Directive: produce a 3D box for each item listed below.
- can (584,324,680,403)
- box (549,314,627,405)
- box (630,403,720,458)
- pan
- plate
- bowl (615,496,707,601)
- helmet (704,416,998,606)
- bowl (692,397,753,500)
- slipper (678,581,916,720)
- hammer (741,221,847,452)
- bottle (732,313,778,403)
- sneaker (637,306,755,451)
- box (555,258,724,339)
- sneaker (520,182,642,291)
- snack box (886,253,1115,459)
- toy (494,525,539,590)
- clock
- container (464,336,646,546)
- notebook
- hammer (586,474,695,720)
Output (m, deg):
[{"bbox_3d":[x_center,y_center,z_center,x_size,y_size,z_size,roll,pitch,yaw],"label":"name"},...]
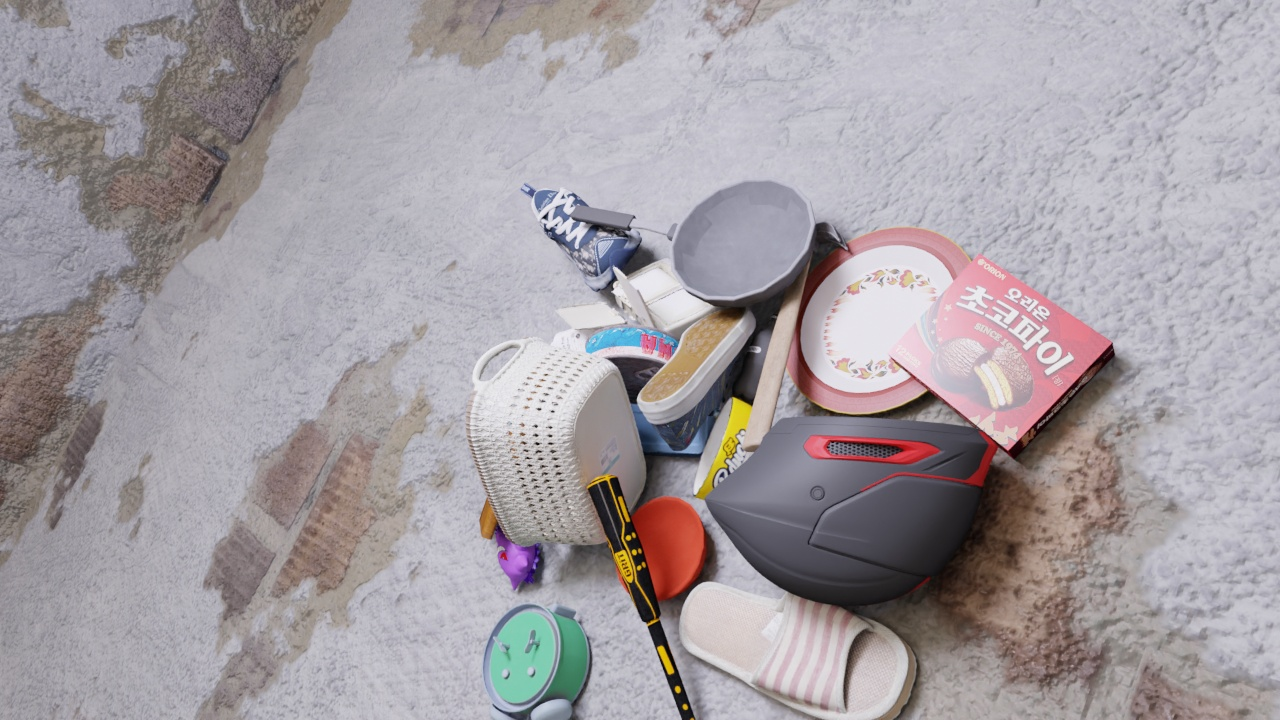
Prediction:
[{"bbox_3d":[-0.007,0.007,1.136,0.130,0.130,0.044,-15,56,34],"label":"can"},{"bbox_3d":[-0.078,0.003,1.248,0.163,0.112,0.084,-16,58,17],"label":"box"},{"bbox_3d":[0.016,0.088,1.152,0.210,0.049,0.066,-3,82,43],"label":"box"},{"bbox_3d":[0.053,-0.155,1.133,0.358,0.041,0.178,17,69,35],"label":"pan"},{"bbox_3d":[0.262,-0.043,1.011,0.230,0.021,0.229,-21,53,31],"label":"plate"},{"bbox_3d":[0.030,0.218,1.045,0.122,0.035,0.121,-21,53,31],"label":"bowl"},{"bbox_3d":[0.189,0.142,0.857,0.265,0.164,0.169,2,82,22],"label":"helmet"},{"bbox_3d":[0.109,0.106,1.007,0.117,0.067,0.117,-166,98,-88],"label":"bowl"},{"bbox_3d":[0.139,0.276,0.903,0.263,0.052,0.115,5,70,43],"label":"slipper"},{"bbox_3d":[0.158,-0.037,1.020,0.120,0.031,0.330,-22,35,42],"label":"hammer"},{"bbox_3d":[0.142,-0.003,1.081,0.036,0.036,0.109,13,74,45],"label":"bottle"},{"bbox_3d":[0.079,0.016,1.057,0.088,0.079,0.234,-9,26,35],"label":"sneaker"},{"bbox_3d":[0.005,-0.084,1.164,0.145,0.185,0.095,41,132,45],"label":"box"},{"bbox_3d":[-0.095,-0.190,1.299,0.103,0.132,0.269,-51,29,4],"label":"sneaker"},{"bbox_3d":[0.343,-0.006,0.885,0.133,0.036,0.152,-48,55,6],"label":"snack box"},{"bbox_3d":[-0.156,0.243,1.177,0.106,0.056,0.088,117,154,-47],"label":"toy"},{"bbox_3d":[-0.126,0.367,1.062,0.122,0.075,0.161,-17,56,33],"label":"clock"},{"bbox_3d":[-0.093,0.101,1.076,0.143,0.246,0.184,5,38,28],"label":"container"},{"bbox_3d":[-0.166,0.104,1.217,0.178,0.014,0.249,170,119,-79],"label":"notebook"},{"bbox_3d":[0.010,0.271,0.953,0.123,0.036,0.320,-29,72,24],"label":"hammer"}]
